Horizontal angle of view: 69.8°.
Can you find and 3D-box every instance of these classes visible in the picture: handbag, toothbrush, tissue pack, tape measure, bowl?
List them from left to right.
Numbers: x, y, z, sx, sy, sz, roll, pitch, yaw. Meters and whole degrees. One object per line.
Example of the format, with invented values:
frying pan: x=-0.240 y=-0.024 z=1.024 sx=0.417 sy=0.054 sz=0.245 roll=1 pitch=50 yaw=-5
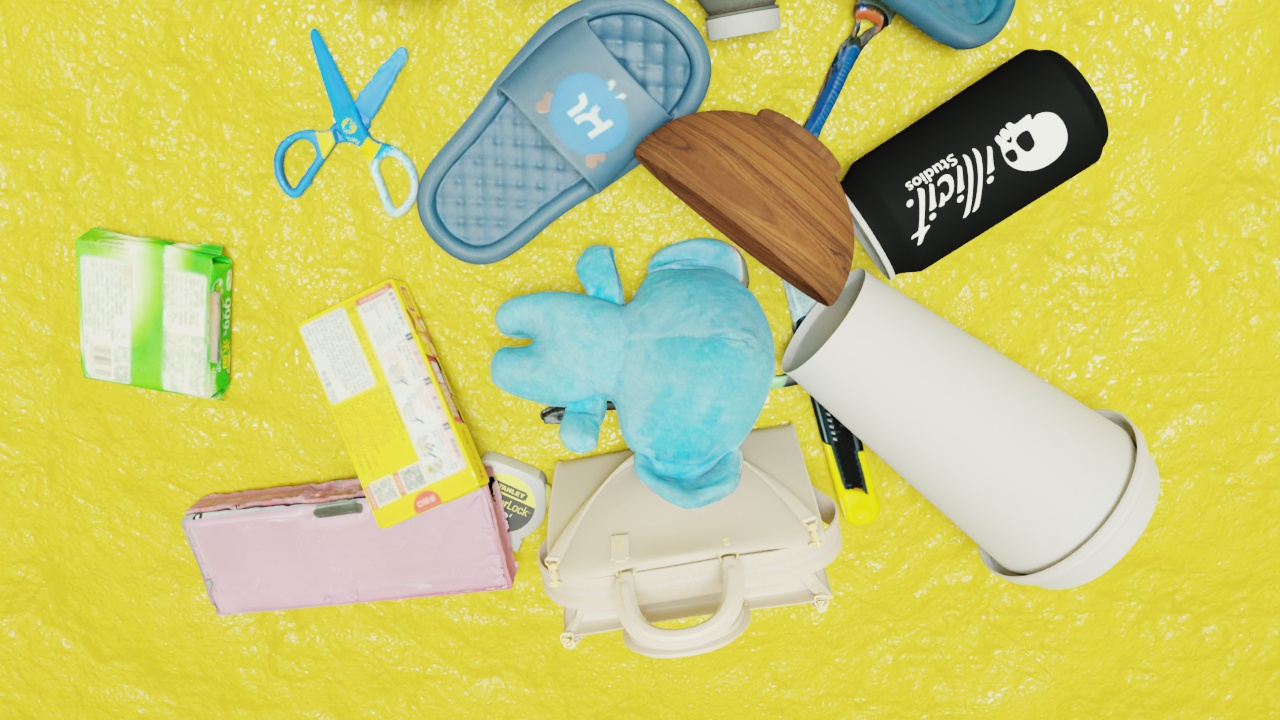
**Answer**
tissue pack: x=-0.327 y=-0.029 z=0.622 sx=0.099 sy=0.034 sz=0.114 roll=11 pitch=109 yaw=0
tape measure: x=-0.100 y=0.104 z=0.672 sx=0.064 sy=0.016 sz=0.065 roll=25 pitch=107 yaw=-7
toothbrush: x=0.022 y=0.027 z=0.646 sx=0.188 sy=0.017 sz=0.014 roll=-8 pitch=106 yaw=2
handbag: x=0.031 y=0.122 z=0.581 sx=0.195 sy=0.197 sz=0.101 roll=-10 pitch=108 yaw=4
bowl: x=0.074 y=-0.103 z=0.537 sx=0.147 sy=0.147 sz=0.069 roll=37 pitch=96 yaw=-11

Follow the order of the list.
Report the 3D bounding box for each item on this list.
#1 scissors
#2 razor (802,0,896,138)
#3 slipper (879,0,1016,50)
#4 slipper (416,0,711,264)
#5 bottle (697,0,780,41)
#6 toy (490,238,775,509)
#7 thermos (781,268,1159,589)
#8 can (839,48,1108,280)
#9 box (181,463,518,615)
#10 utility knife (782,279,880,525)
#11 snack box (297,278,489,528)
scissors: x=-0.182 y=-0.146 z=0.592 sx=0.125 sy=0.016 sz=0.125 roll=37 pitch=107 yaw=-14
razor: x=0.123 y=-0.177 z=0.574 sx=0.043 sy=0.018 sz=0.141 roll=16 pitch=112 yaw=-28
slipper: x=0.139 y=-0.256 z=0.502 sx=0.213 sy=0.059 sz=0.103 roll=28 pitch=77 yaw=-25
slipper: x=-0.055 y=-0.142 z=0.568 sx=0.214 sy=0.059 sz=0.104 roll=-37 pitch=102 yaw=13
bottle: x=0.054 y=-0.245 z=0.530 sx=0.060 sy=0.060 sz=0.108 roll=-8 pitch=108 yaw=3
toy: x=-0.003 y=0.003 z=0.591 sx=0.180 sy=0.115 sz=0.183 roll=4 pitch=73 yaw=0
thermos: x=0.204 y=0.039 z=0.590 sx=0.222 sy=0.131 sz=0.132 roll=36 pitch=105 yaw=-7
can: x=0.198 y=-0.118 z=0.560 sx=0.146 sy=0.080 sz=0.080 roll=-33 pitch=105 yaw=11
box: x=-0.209 y=0.133 z=0.660 sx=0.233 sy=0.041 sz=0.098 roll=-6 pitch=106 yaw=8
utility knife: x=0.132 y=0.027 z=0.644 sx=0.029 sy=0.020 sz=0.198 roll=-19 pitch=105 yaw=3
snack box: x=-0.165 y=0.029 z=0.614 sx=0.075 sy=0.025 sz=0.152 roll=-25 pitch=84 yaw=7
